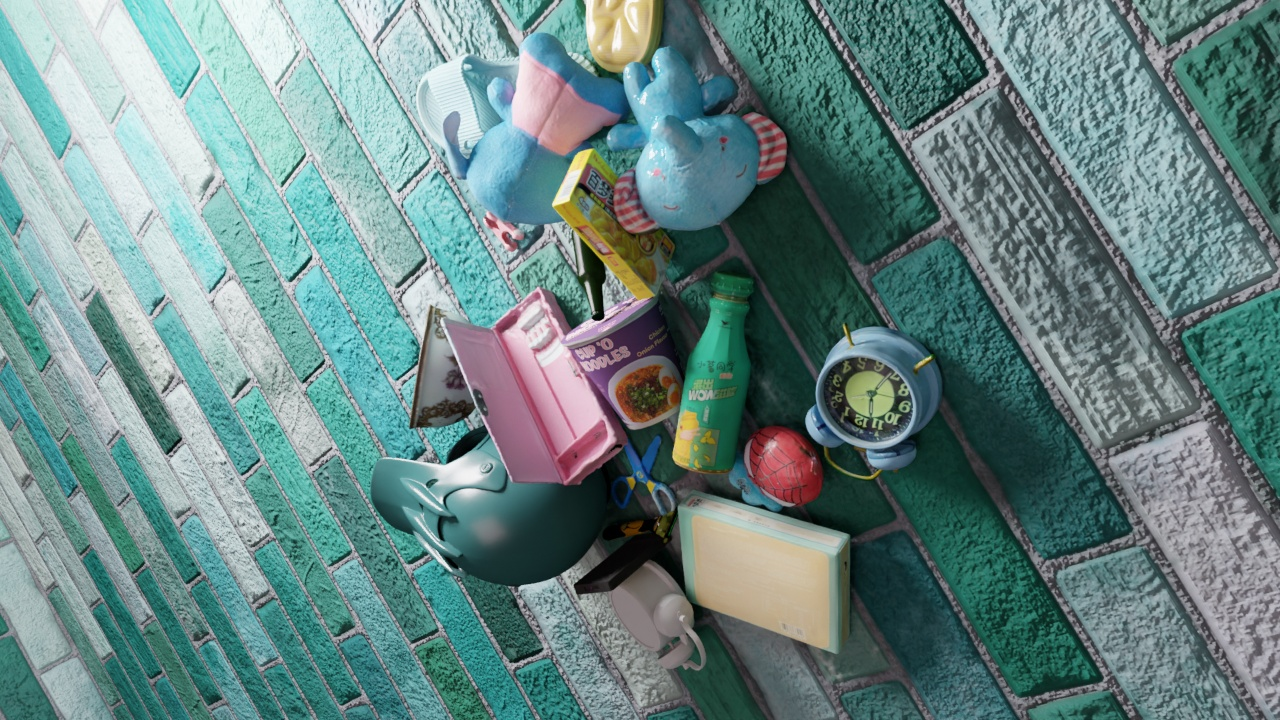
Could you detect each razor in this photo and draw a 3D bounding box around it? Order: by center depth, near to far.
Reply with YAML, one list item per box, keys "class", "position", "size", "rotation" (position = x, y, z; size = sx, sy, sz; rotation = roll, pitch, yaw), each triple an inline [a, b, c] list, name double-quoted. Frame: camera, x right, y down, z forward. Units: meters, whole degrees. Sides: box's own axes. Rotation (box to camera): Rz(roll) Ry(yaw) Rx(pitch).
- class: "razor"
  position: [-0.004, 0.206, 1.123]
  size: [0.021, 0.044, 0.144]
  rotation: [39, 146, -21]

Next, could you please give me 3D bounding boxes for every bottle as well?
- class: "bottle"
  position: [0.082, 0.012, 0.969]
  size: [0.068, 0.068, 0.210]
  rotation: [15, 102, 30]
- class: "bottle"
  position: [-0.054, -0.097, 1.017]
  size: [0.033, 0.033, 0.122]
  rotation: [-38, 49, 37]

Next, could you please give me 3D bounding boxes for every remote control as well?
- class: "remote control"
  position: [-0.020, 0.240, 1.092]
  size: [0.058, 0.133, 0.013]
  rotation: [-17, 97, 38]

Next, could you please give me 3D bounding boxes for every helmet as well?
- class: "helmet"
  position: [-0.182, 0.172, 1.124]
  size: [0.275, 0.199, 0.177]
  rotation: [15, 125, 31]

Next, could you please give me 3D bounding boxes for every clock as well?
- class: "clock"
  position: [0.226, 0.045, 0.900]
  size: [0.118, 0.059, 0.162]
  rotation: [20, 121, 26]
- class: "clock"
  position: [0.026, 0.308, 1.110]
  size: [0.159, 0.061, 0.120]
  rotation: [34, 143, 37]

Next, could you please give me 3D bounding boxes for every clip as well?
- class: "clip"
  position: [-0.168, -0.156, 1.122]
  size: [0.060, 0.023, 0.045]
  rotation: [24, 118, 19]

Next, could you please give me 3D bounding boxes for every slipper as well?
- class: "slipper"
  position: [-0.028, -0.418, 0.894]
  size: [0.100, 0.078, 0.264]
  rotation: [9, 112, 29]
- class: "slipper"
  position: [-0.164, -0.290, 1.041]
  size: [0.277, 0.069, 0.116]
  rotation: [3, 112, 33]

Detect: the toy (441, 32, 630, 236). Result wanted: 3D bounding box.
- class: "toy"
  position: [-0.092, -0.225, 0.967]
  size: [0.224, 0.098, 0.192]
  rotation: [29, 112, -9]

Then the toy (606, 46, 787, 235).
- class: "toy"
  position: [0.042, -0.216, 0.896]
  size: [0.184, 0.114, 0.180]
  rotation: [-22, 98, 13]

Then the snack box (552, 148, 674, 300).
- class: "snack box"
  position: [-0.024, -0.138, 0.947]
  size: [0.025, 0.075, 0.152]
  rotation: [-9, 138, 39]

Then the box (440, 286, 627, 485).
- class: "box"
  position: [-0.124, 0.023, 1.041]
  size: [0.107, 0.115, 0.232]
  rotation: [-38, 62, 21]

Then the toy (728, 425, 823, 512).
- class: "toy"
  position: [0.141, 0.120, 0.987]
  size: [0.133, 0.062, 0.092]
  rotation: [-41, 75, 49]

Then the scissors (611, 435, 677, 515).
- class: "scissors"
  position: [0.006, 0.143, 1.114]
  size: [0.123, 0.016, 0.126]
  rotation: [32, 124, 17]

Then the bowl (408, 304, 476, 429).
- class: "bowl"
  position: [-0.237, 0.015, 1.170]
  size: [0.094, 0.159, 0.160]
  rotation: [10, 119, -13]

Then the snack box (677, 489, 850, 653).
- class: "snack box"
  position: [0.137, 0.235, 1.027]
  size: [0.194, 0.044, 0.142]
  rotation: [12, 123, 32]

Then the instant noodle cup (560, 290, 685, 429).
- class: "instant noodle cup"
  position: [-0.006, 0.006, 1.009]
  size: [0.122, 0.136, 0.122]
  rotation: [-27, 102, 6]
